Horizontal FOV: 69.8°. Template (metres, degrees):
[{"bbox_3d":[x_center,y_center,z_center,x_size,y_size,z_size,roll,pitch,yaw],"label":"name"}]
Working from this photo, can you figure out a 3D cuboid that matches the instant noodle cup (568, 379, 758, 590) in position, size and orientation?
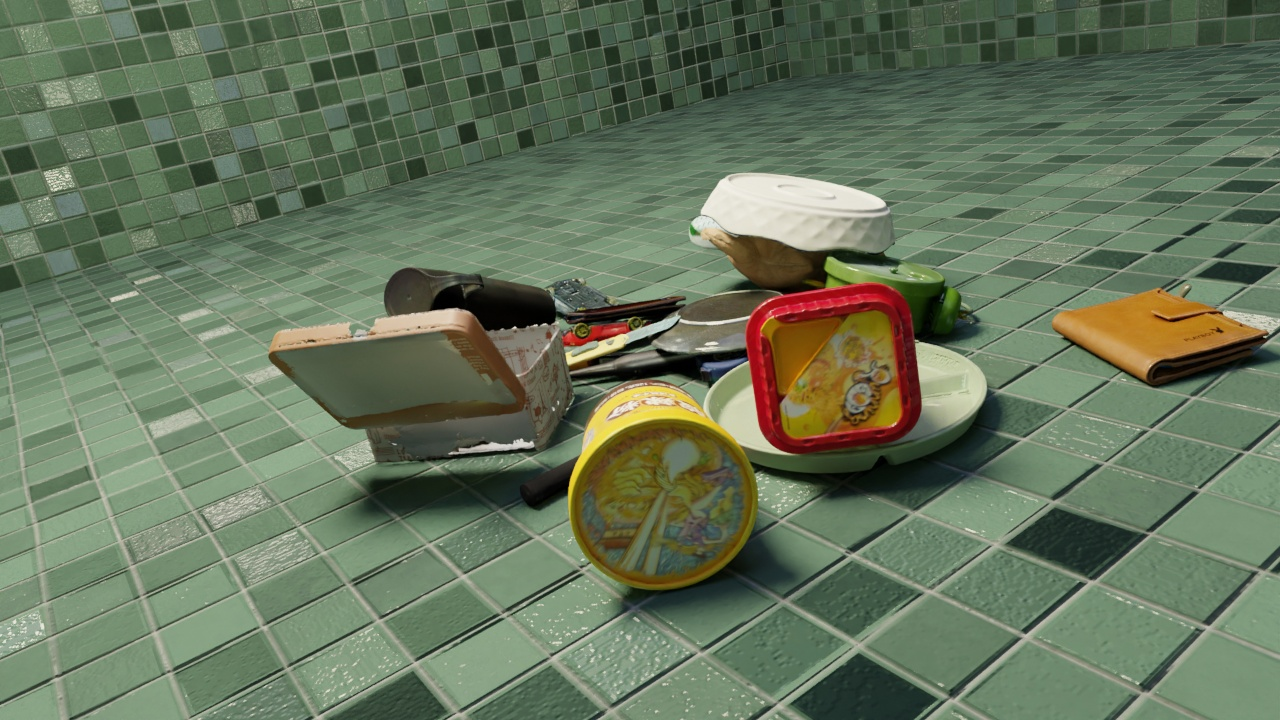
[{"bbox_3d":[0.010,0.074,0.618,0.118,0.118,0.114,-12,18,-1],"label":"instant noodle cup"}]

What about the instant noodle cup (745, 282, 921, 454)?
[{"bbox_3d":[0.141,-0.001,0.690,0.116,0.116,0.123,-9,9,8],"label":"instant noodle cup"}]

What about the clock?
[{"bbox_3d":[0.251,-0.066,0.908,0.161,0.056,0.116,6,20,-11],"label":"clock"}]

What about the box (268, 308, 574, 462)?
[{"bbox_3d":[-0.178,0.023,0.817,0.179,0.132,0.271,-6,-7,14],"label":"box"}]

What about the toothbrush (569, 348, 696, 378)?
[{"bbox_3d":[-0.006,0.005,0.933,0.213,0.027,0.026,-11,-23,5],"label":"toothbrush"}]

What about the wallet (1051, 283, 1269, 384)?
[{"bbox_3d":[0.440,-0.024,0.777,0.119,0.035,0.130,-18,22,-3],"label":"wallet"}]

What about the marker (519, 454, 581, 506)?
[{"bbox_3d":[-0.040,0.084,0.754,0.131,0.020,0.022,-24,37,-33],"label":"marker"}]

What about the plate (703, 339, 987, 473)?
[{"bbox_3d":[0.167,0.034,0.766,0.230,0.027,0.230,-10,20,4],"label":"plate"}]

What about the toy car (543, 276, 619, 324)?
[{"bbox_3d":[-0.075,-0.071,1.153,0.054,0.037,0.121,-23,34,-30],"label":"toy car"}]

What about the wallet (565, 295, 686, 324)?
[{"bbox_3d":[-0.018,-0.057,1.057,0.122,0.020,0.096,-9,1,-15],"label":"wallet"}]

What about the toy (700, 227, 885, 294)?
[{"bbox_3d":[0.159,-0.113,1.013,0.225,0.082,0.143,2,1,-20],"label":"toy"}]

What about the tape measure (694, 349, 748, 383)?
[{"bbox_3d":[0.085,0.005,0.886,0.058,0.025,0.054,-16,23,-2],"label":"tape measure"}]

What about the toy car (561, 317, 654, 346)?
[{"bbox_3d":[-0.036,-0.030,1.022,0.106,0.031,0.049,-9,2,-14],"label":"toy car"}]

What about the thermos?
[{"bbox_3d":[-0.166,-0.060,0.985,0.090,0.068,0.242,-15,-6,20],"label":"thermos"}]

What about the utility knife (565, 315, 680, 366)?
[{"bbox_3d":[-0.053,-0.008,0.955,0.208,0.021,0.030,-14,34,17],"label":"utility knife"}]

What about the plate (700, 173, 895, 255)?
[{"bbox_3d":[0.171,-0.160,0.977,0.205,0.046,0.204,6,22,-3],"label":"plate"}]

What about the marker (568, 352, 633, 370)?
[{"bbox_3d":[-0.037,0.000,0.971,0.124,0.018,0.015,-2,27,20],"label":"marker"}]

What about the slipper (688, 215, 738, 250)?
[{"bbox_3d":[0.175,-0.139,1.138,0.245,0.074,0.104,0,22,-20],"label":"slipper"}]

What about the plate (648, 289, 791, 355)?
[{"bbox_3d":[0.094,-0.047,0.940,0.179,0.024,0.179,-11,19,4],"label":"plate"}]
